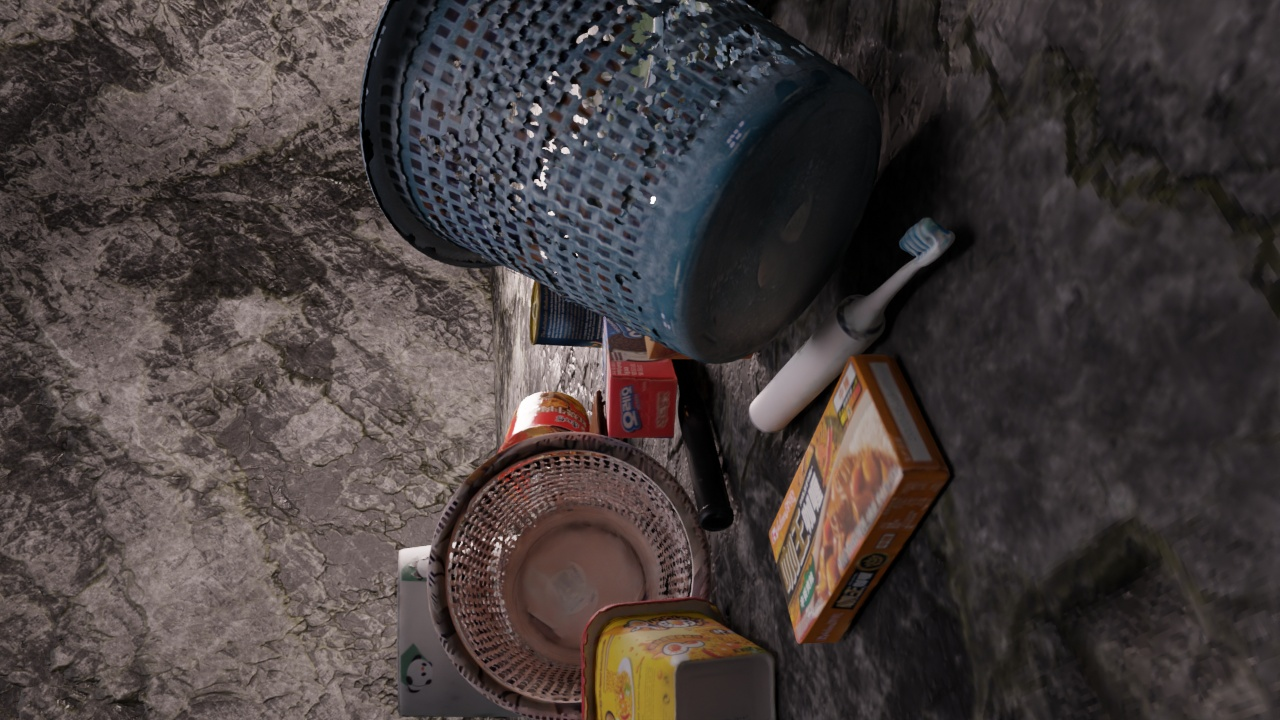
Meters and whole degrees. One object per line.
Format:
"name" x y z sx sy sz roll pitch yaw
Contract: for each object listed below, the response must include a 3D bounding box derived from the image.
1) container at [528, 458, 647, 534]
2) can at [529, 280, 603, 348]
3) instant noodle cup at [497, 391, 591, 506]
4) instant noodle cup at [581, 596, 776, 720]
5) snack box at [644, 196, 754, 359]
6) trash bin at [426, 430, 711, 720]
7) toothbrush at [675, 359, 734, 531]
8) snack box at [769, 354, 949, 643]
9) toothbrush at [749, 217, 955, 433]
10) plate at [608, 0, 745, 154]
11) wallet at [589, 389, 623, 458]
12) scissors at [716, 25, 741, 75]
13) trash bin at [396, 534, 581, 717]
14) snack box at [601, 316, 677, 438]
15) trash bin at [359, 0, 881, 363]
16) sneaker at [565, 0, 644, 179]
"container" -0.058 0.158 0.975 0.090 0.114 0.090 -121 34 -67
"can" -0.065 -0.052 1.025 0.075 0.111 0.075 -178 91 -77
"instant noodle cup" -0.123 0.116 1.238 0.108 0.138 0.138 -95 12 -59
"instant noodle cup" 0.029 0.230 0.632 0.124 0.116 0.116 168 103 -65
"snack box" 0.045 -0.064 0.629 0.095 0.077 0.092 106 160 -51
"trash bin" -0.057 0.194 0.815 0.192 0.227 0.227 90 176 -73
"toothbrush" 0.043 0.046 0.747 0.027 0.026 0.212 54 -162 -41
"snack box" 0.106 0.076 0.473 0.154 0.026 0.075 104 162 -44
"toothbrush" 0.104 -0.010 0.482 0.026 0.026 0.221 -53 -4 -27
"plate" 0.031 -0.263 0.699 0.230 0.027 0.230 -166 91 -71
"wallet" -0.041 0.111 1.093 0.101 0.032 0.124 101 164 -47
"scissors" 0.050 -0.266 0.751 0.170 0.019 0.174 136 134 -70
"trash bin" -0.151 0.305 1.063 0.230 0.251 0.229 179 91 -78
"snack box" -0.005 0.005 0.820 0.207 0.057 0.058 -100 11 -70
"trash bin" 0.004 -0.106 0.479 0.195 0.225 0.227 36 135 29
"sneaker" -0.025 -0.279 0.912 0.243 0.090 0.089 106 159 -46
